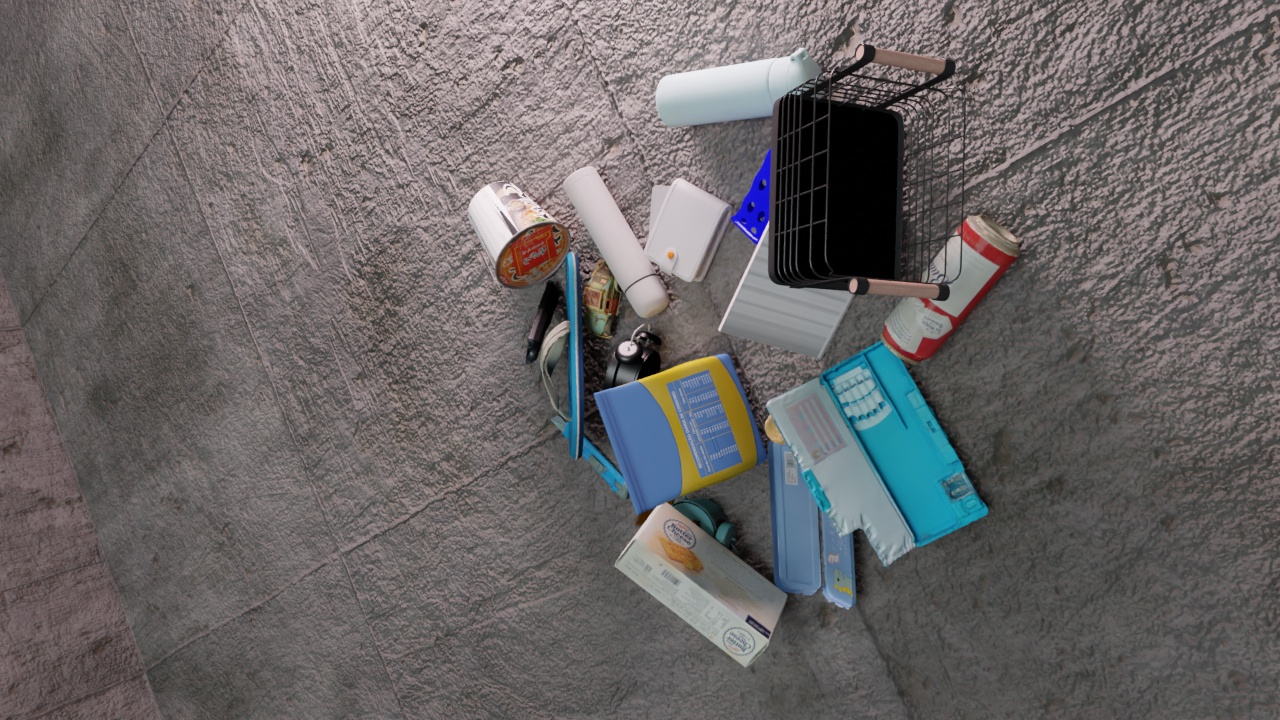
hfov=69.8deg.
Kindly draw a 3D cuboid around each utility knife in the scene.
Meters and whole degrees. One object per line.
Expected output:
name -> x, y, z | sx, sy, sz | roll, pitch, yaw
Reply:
utility knife -> -0.076, 0.141, 1.371 | 0.175, 0.015, 0.031 | 44, 116, 23

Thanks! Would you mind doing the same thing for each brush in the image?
brush -> 0.026, 0.190, 1.304 | 0.048, 0.017, 0.126 | 28, 114, 29

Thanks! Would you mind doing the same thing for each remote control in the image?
remote control -> -0.139, -0.056, 1.311 | 0.022, 0.150, 0.047 | 11, 129, -1

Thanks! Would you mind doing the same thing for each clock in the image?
clock -> -0.007, 0.007, 1.251 | 0.042, 0.091, 0.121 | 19, 116, 21
clock -> 0.087, 0.238, 1.246 | 0.124, 0.053, 0.090 | 40, 120, 24

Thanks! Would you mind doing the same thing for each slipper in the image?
slipper -> -0.112, -0.006, 1.311 | 0.060, 0.118, 0.295 | -1, 92, -4

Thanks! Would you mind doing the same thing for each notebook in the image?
notebook -> 0.196, -0.107, 1.067 | 0.009, 0.142, 0.210 | -111, 39, -58

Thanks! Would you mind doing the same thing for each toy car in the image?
toy car -> -0.058, -0.086, 1.296 | 0.047, 0.047, 0.112 | 18, 109, 29

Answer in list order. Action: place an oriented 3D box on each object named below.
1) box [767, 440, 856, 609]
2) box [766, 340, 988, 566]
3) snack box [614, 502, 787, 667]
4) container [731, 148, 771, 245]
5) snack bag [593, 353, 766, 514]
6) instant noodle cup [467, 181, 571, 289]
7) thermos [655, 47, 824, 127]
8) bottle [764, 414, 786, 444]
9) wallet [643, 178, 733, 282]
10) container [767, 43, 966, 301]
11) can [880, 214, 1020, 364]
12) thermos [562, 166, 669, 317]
box -> 0.220, 0.201, 1.157 | 0.128, 0.034, 0.209 | 3, 100, 46
box -> 0.266, 0.111, 1.052 | 0.182, 0.072, 0.227 | -27, 81, -7
snack box -> 0.080, 0.281, 1.168 | 0.208, 0.104, 0.058 | 37, 119, 5
container -> 0.178, -0.191, 1.074 | 0.085, 0.084, 0.114 | 54, 126, 46
snack bag -> 0.043, 0.090, 1.151 | 0.103, 0.204, 0.159 | -25, 83, 47
instant noodle cup -> -0.185, -0.190, 1.335 | 0.121, 0.123, 0.124 | 52, 123, 28
thermos -> 0.120, -0.325, 1.113 | 0.207, 0.065, 0.078 | 4, 123, 35
bottle -> 0.194, 0.070, 1.100 | 0.043, 0.110, 0.043 | 11, 106, 40
wallet -> 0.050, -0.174, 1.209 | 0.115, 0.037, 0.119 | 34, 113, 27
container -> 0.236, -0.181, 0.949 | 0.130, 0.162, 0.241 | 178, 94, -70
can -> 0.335, -0.075, 1.000 | 0.067, 0.067, 0.171 | 45, 121, 21
thermos -> -0.032, -0.161, 1.261 | 0.052, 0.052, 0.224 | -38, 76, 34
